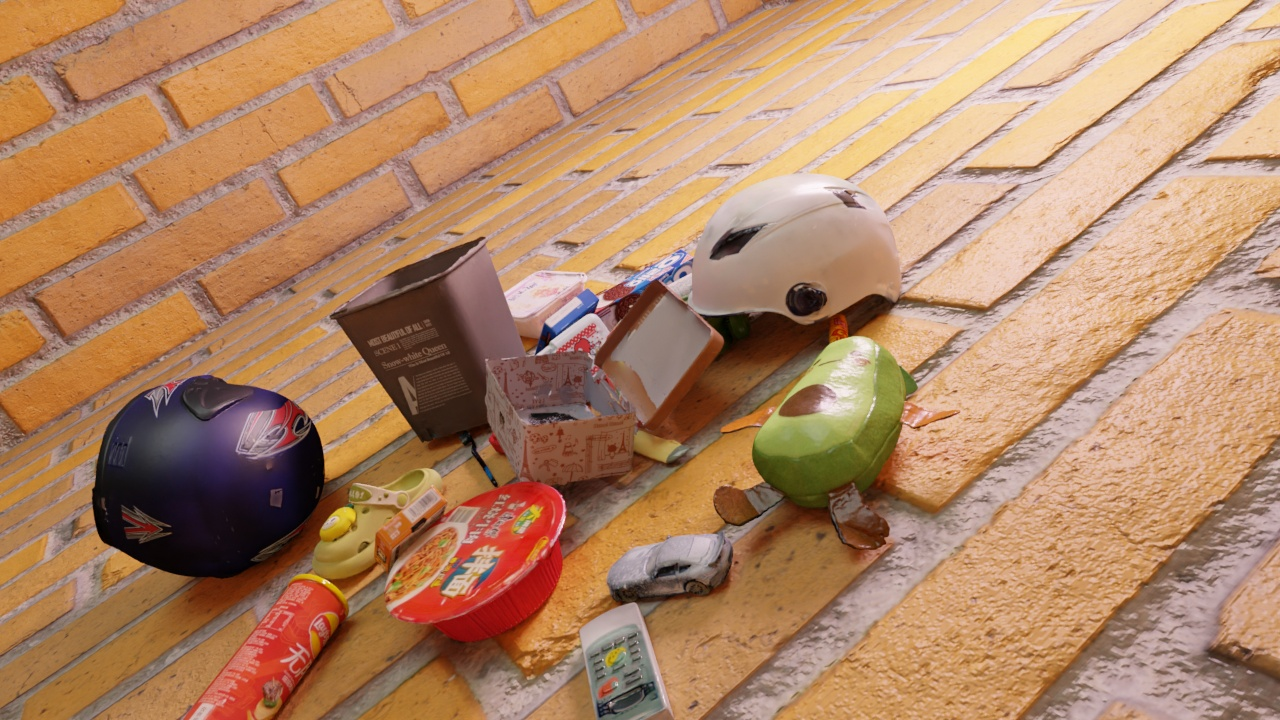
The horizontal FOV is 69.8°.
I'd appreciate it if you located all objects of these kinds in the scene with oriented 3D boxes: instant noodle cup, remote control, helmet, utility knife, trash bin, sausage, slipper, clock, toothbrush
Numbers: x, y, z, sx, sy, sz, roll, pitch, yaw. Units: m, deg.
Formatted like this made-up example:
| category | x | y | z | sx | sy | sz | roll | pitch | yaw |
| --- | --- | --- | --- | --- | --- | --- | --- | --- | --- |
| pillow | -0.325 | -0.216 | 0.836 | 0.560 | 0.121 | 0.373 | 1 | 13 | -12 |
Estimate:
| category | x | y | z | sx | sy | sz | roll | pitch | yaw |
| --- | --- | --- | --- | --- | --- | --- | --- | --- | --- |
| instant noodle cup | -0.148 | 0.202 | 0.890 | 0.194 | 0.066 | 0.193 | -21 | 25 | 10 |
| remote control | -0.014 | 0.244 | 0.722 | 0.056 | 0.019 | 0.135 | -27 | 24 | 0 |
| helmet | 0.179 | -0.145 | 1.098 | 0.258 | 0.146 | 0.229 | -8 | 21 | -5 |
| utility knife | -0.008 | 0.086 | 1.039 | 0.030 | 0.020 | 0.195 | -43 | 32 | -19 |
| helmet | -0.540 | 0.142 | 1.208 | 0.240 | 0.247 | 0.315 | 1 | 20 | -5 |
| instant noodle cup | -0.167 | -0.088 | 1.513 | 0.137 | 0.060 | 0.174 | -39 | 25 | -25 |
| trash bin | -0.274 | -0.025 | 1.278 | 0.199 | 0.220 | 0.198 | -17 | 18 | 21 |
| sausage | 0.218 | -0.011 | 1.003 | 0.021 | 0.021 | 0.164 | -18 | 25 | 19 |
| slipper | -0.324 | 0.179 | 1.103 | 0.092 | 0.081 | 0.190 | -6 | 28 | 44 |
| clock | 0.078 | -0.044 | 1.174 | 0.161 | 0.056 | 0.116 | -29 | 24 | -5 |
| toothbrush | -0.209 | 0.126 | 1.175 | 0.016 | 0.014 | 0.189 | -33 | 25 | -11 |

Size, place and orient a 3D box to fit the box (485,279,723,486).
| category | x | y | z | sx | sy | sz | roll | pitch | yaw |
| --- | --- | --- | --- | --- | --- | --- | --- | --- | --- |
| box | -0.042 | 0.029 | 1.033 | 0.272 | 0.130 | 0.179 | -31 | 32 | -7 |

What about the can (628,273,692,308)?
| category | x | y | z | sx | sy | sz | roll | pitch | yaw |
| --- | --- | --- | --- | --- | --- | --- | --- | --- | --- |
| can | 0.061 | -0.084 | 1.269 | 0.147 | 0.058 | 0.058 | -27 | 24 | -1 |

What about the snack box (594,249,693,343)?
| category | x | y | z | sx | sy | sz | roll | pitch | yaw |
| --- | --- | --- | --- | --- | --- | --- | --- | --- | --- |
| snack box | -0.006 | -0.089 | 1.353 | 0.207 | 0.057 | 0.058 | -29 | 27 | -7 |

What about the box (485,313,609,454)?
| category | x | y | z | sx | sy | sz | roll | pitch | yaw |
| --- | --- | --- | --- | --- | --- | --- | --- | --- | --- |
| box | -0.118 | 0.025 | 1.177 | 0.095 | 0.101 | 0.200 | 5 | 38 | 49 |

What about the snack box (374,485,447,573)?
| category | x | y | z | sx | sy | sz | roll | pitch | yaw |
| --- | --- | --- | --- | --- | --- | --- | --- | --- | --- |
| snack box | -0.248 | 0.184 | 0.985 | 0.075 | 0.026 | 0.154 | -39 | -6 | -26 |

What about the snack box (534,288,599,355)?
| category | x | y | z | sx | sy | sz | roll | pitch | yaw |
| --- | --- | --- | --- | --- | --- | --- | --- | --- | --- |
| snack box | -0.107 | -0.028 | 1.258 | 0.084 | 0.026 | 0.157 | -42 | -12 | -30 |

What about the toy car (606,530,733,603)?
| category | x | y | z | sx | sy | sz | roll | pitch | yaw |
| --- | --- | --- | --- | --- | --- | --- | --- | --- | --- |
| toy car | 0.024 | 0.178 | 0.800 | 0.121 | 0.037 | 0.054 | -17 | 25 | 28 |

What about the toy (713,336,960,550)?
| category | x | y | z | sx | sy | sz | roll | pitch | yaw |
| --- | --- | --- | --- | --- | --- | --- | --- | --- | --- |
| toy | 0.170 | 0.062 | 0.821 | 0.227 | 0.090 | 0.245 | -2 | 36 | 33 |

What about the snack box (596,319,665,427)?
| category | x | y | z | sx | sy | sz | roll | pitch | yaw |
| --- | --- | --- | --- | --- | --- | --- | --- | --- | --- |
| snack box | -0.007 | 0.006 | 1.111 | 0.075 | 0.025 | 0.152 | -49 | 34 | 19 |

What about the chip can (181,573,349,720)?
| category | x | y | z | sx | sy | sz | roll | pitch | yaw |
| --- | --- | --- | --- | --- | --- | --- | --- | --- | --- |
| chip can | -0.370 | 0.308 | 0.894 | 0.073 | 0.073 | 0.216 | -14 | 26 | 26 |
